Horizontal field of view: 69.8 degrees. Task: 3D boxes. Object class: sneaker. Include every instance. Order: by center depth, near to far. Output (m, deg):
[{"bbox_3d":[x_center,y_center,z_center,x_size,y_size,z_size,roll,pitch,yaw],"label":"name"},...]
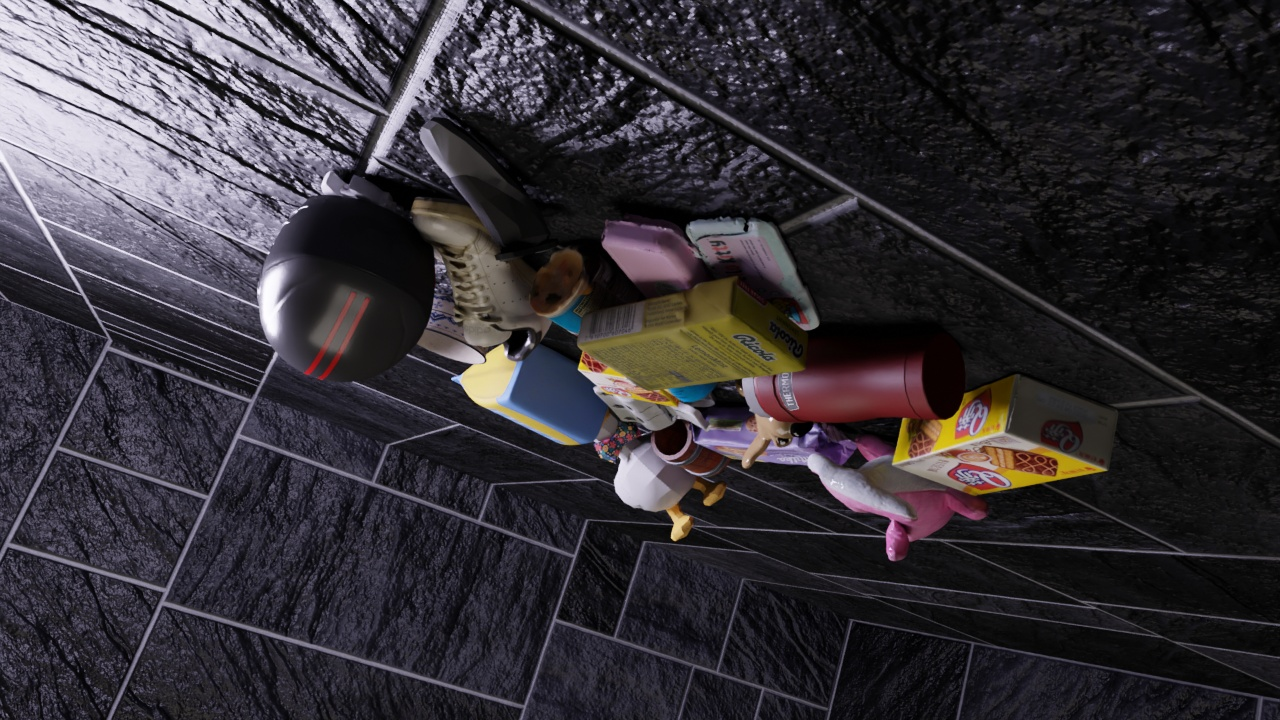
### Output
[{"bbox_3d":[-0.164,-0.073,0.929,0.089,0.102,0.241,10,161,27],"label":"sneaker"}]

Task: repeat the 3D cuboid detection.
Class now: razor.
[{"bbox_3d":[-0.128,-0.141,0.764,0.057,0.060,0.156,-5,134,29],"label":"razor"}]

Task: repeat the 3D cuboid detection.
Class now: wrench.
[{"bbox_3d":[-0.225,-0.124,0.984,0.066,0.018,0.273,6,161,37],"label":"wrench"}]

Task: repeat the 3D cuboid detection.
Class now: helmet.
[{"bbox_3d":[-0.296,-0.063,0.919,0.164,0.169,0.265,24,164,-23],"label":"helmet"}]

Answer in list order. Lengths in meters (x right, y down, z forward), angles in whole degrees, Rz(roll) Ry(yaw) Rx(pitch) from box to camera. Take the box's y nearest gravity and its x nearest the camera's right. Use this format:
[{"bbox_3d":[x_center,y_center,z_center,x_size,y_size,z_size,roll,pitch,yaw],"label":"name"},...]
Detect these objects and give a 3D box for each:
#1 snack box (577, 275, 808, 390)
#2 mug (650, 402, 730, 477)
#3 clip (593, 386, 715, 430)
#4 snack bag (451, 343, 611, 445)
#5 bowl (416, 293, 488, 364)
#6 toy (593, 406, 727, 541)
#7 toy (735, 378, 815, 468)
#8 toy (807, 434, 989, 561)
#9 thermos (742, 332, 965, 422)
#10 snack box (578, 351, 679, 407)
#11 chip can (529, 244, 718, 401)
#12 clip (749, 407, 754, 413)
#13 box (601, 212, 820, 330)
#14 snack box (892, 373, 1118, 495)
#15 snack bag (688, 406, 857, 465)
[{"bbox_3d":[0.043,-0.020,0.824,0.181,0.045,0.121,-10,151,39],"label":"snack box"},{"bbox_3d":[0.062,0.107,1.318,0.111,0.081,0.117,25,-159,-54],"label":"mug"},{"bbox_3d":[0.026,0.045,1.220,0.152,0.091,0.126,-3,159,19],"label":"clip"},{"bbox_3d":[-0.163,0.050,1.320,0.159,0.102,0.206,30,158,-31],"label":"snack bag"},{"bbox_3d":[-0.243,-0.045,1.180,0.115,0.059,0.116,17,164,5],"label":"bowl"},{"bbox_3d":[0.001,0.149,1.438,0.267,0.141,0.246,42,-178,2],"label":"toy"},{"bbox_3d":[0.148,0.046,1.015,0.108,0.134,0.106,55,173,-21],"label":"toy"},{"bbox_3d":[0.312,0.173,1.096,0.265,0.128,0.187,8,-165,-43],"label":"toy"},{"bbox_3d":[0.204,0.015,0.876,0.107,0.084,0.199,-13,-173,-43],"label":"thermos"},{"bbox_3d":[-0.006,0.006,1.088,0.106,0.061,0.083,10,162,28],"label":"snack box"},{"bbox_3d":[-0.007,-0.033,0.933,0.080,0.079,0.229,2,158,44],"label":"chip can"},{"bbox_3d":[0.166,0.058,1.141,0.035,0.023,0.075,26,164,-29],"label":"clip"},{"bbox_3d":[0.066,-0.066,0.810,0.155,0.044,0.201,9,162,27],"label":"box"},{"bbox_3d":[0.362,0.082,0.938,0.110,0.061,0.231,20,163,-6],"label":"snack box"},{"bbox_3d":[0.173,0.098,1.204,0.206,0.058,0.096,-1,159,41],"label":"snack bag"}]
